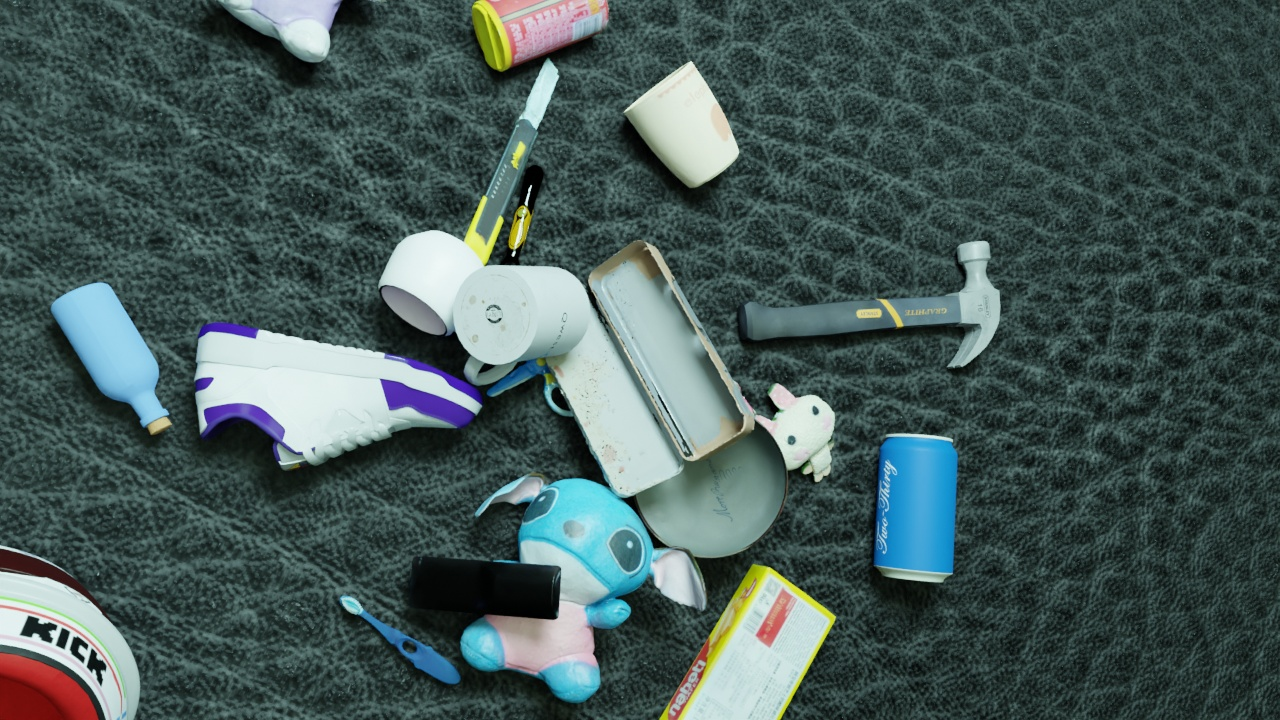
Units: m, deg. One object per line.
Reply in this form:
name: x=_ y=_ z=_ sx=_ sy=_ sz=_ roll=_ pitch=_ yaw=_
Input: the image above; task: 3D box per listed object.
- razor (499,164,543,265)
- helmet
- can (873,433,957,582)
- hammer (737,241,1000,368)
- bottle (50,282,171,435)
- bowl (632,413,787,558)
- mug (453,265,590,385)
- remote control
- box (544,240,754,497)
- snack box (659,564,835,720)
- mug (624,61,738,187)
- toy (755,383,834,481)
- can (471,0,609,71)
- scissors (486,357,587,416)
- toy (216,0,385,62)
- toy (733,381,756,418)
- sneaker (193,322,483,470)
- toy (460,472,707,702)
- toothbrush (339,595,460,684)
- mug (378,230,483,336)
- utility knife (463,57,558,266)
razor: x=-0.118 y=-0.126 z=0.893 sx=0.044 sy=0.021 sz=0.144 roll=10 pitch=74 yaw=6
helmet: x=-0.490 y=0.238 z=0.618 sx=0.314 sy=0.236 sz=0.231 roll=-42 pitch=121 yaw=-4
can: x=0.287 y=0.153 z=0.957 sx=0.079 sy=0.079 sz=0.146 roll=8 pitch=81 yaw=-17
hammer: x=0.252 y=-0.055 z=0.997 sx=0.312 sy=0.035 sz=0.139 roll=-4 pitch=86 yaw=-18
bottle: x=-0.433 y=0.003 z=0.765 sx=0.048 sy=0.048 sz=0.131 roll=-31 pitch=93 yaw=-19
bowl: x=0.071 y=0.116 z=0.891 sx=0.151 sy=0.056 sz=0.150 roll=-2 pitch=83 yaw=19
mug: x=-0.113 y=-0.027 z=0.815 sx=0.083 sy=0.096 sz=0.120 roll=40 pitch=109 yaw=15
remote control: x=-0.137 y=0.195 z=0.791 sx=0.141 sy=0.021 sz=0.045 roll=0 pitch=80 yaw=18
box: x=-0.005 y=0.006 z=0.867 sx=0.156 sy=0.071 sz=0.216 roll=-26 pitch=75 yaw=-10
snack box: x=0.102 y=0.310 z=0.899 sx=0.092 sy=0.042 sz=0.200 roll=37 pitch=74 yaw=-11
mug: x=0.053 y=-0.242 z=0.939 sx=0.104 sy=0.085 sz=0.111 roll=53 pitch=42 yaw=-15
toy: x=0.165 y=0.077 z=0.948 sx=0.112 sy=0.050 sz=0.087 roll=46 pitch=73 yaw=-2
can: x=-0.098 y=-0.337 z=0.903 sx=0.124 sy=0.067 sz=0.066 roll=-28 pitch=92 yaw=-19
scissors: x=-0.093 y=0.006 z=0.893 sx=0.125 sy=0.014 sz=0.130 roll=-32 pitch=89 yaw=-19
toy: x=-0.287 y=-0.376 z=0.840 sx=0.137 sy=0.086 sz=0.209 roll=33 pitch=77 yaw=-14
toy: x=0.070 y=0.029 z=0.921 sx=0.102 sy=0.066 sz=0.050 roll=45 pitch=41 yaw=-4
sneaker: x=-0.264 y=0.046 z=0.794 sx=0.244 sy=0.092 sz=0.111 roll=12 pitch=81 yaw=-12
toy: x=-0.058 y=0.207 z=0.829 sx=0.224 sy=0.099 sz=0.191 roll=22 pitch=83 yaw=7
toothbrush: x=-0.214 y=0.251 z=0.820 sx=0.132 sy=0.016 sz=0.021 roll=39 pitch=75 yaw=-9
mug: x=-0.174 y=-0.062 z=0.838 sx=0.124 sy=0.090 sz=0.076 roll=44 pitch=61 yaw=-27
utility knife: x=-0.126 y=-0.197 z=0.904 sx=0.028 sy=0.020 sz=0.233 roll=23 pitch=76 yaw=-15
